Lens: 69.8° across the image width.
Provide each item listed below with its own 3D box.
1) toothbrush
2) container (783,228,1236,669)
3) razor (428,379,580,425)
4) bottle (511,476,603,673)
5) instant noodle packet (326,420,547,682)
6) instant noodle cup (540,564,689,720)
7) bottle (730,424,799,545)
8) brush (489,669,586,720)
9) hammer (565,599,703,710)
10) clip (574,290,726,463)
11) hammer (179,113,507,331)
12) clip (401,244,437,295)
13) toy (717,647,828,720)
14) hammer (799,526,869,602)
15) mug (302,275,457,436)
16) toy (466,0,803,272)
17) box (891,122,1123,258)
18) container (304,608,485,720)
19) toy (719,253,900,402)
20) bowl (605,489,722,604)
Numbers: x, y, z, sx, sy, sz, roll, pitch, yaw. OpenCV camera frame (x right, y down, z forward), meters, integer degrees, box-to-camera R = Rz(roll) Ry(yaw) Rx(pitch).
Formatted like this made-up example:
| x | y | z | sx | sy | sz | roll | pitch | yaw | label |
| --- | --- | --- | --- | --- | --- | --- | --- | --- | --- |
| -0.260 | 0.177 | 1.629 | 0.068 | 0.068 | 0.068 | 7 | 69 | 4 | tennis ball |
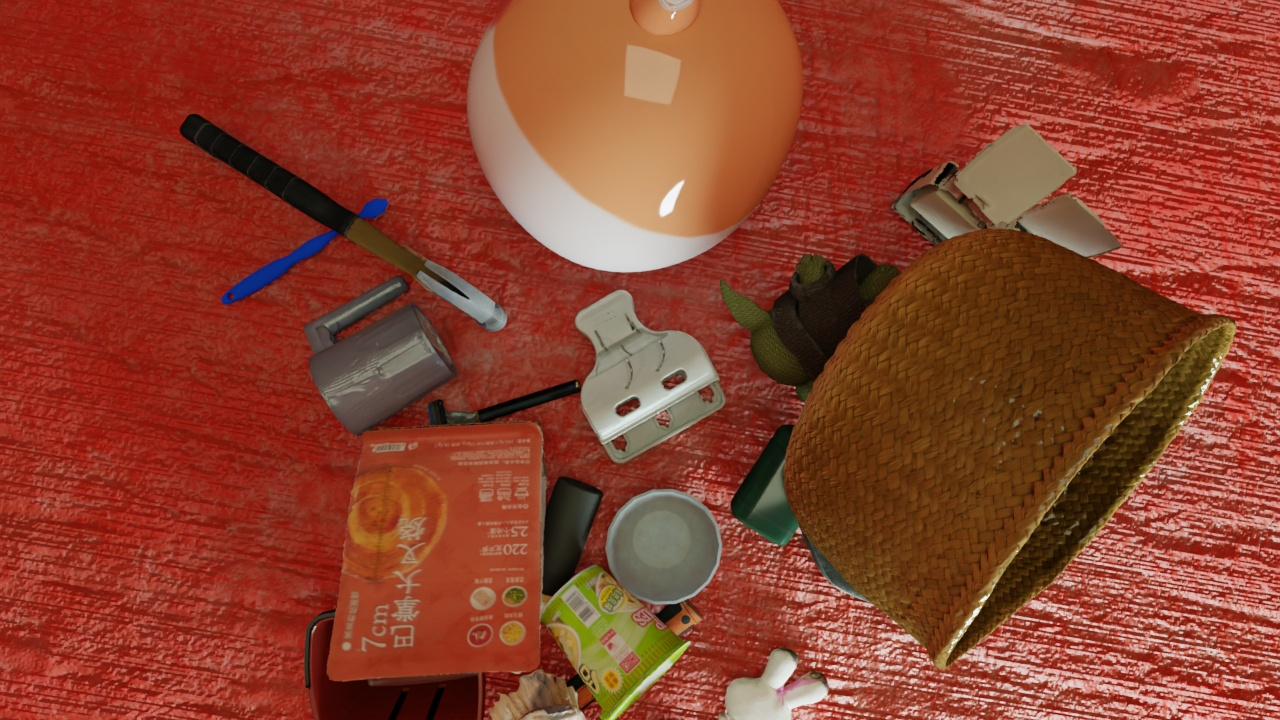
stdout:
| x | y | z | sx | sy | sz | roll | pitch | yaw | label |
| --- | --- | --- | --- | --- | --- | --- | --- | --- | --- |
| -0.314 | -0.102 | 0.862 | 0.182 | 0.018 | 0.016 | -31 | 91 | 1 | toothbrush |
| 0.261 | 0.051 | 0.700 | 0.307 | 0.307 | 0.196 | -49 | 60 | -1 | container |
| -0.126 | 0.043 | 0.864 | 0.144 | 0.022 | 0.042 | -14 | 51 | -5 | razor |
| -0.087 | 0.201 | 0.851 | 0.045 | 0.045 | 0.184 | 21 | 89 | -2 | bottle |
| -0.161 | 0.159 | 0.763 | 0.164 | 0.220 | 0.084 | -2 | 132 | -3 | instant noodle packet |
| -0.028 | 0.242 | 0.806 | 0.099 | 0.099 | 0.108 | -44 | 71 | -1 | instant noodle cup |
| 0.141 | 0.098 | 0.842 | 0.061 | 0.061 | 0.131 | 32 | 97 | 1 | bottle |
| -0.098 | 0.399 | 0.795 | 0.083 | 0.056 | 0.271 | 0 | 109 | -24 | brush |
| -0.068 | 0.335 | 0.858 | 0.314 | 0.035 | 0.138 | -37 | 91 | -2 | hammer |
| -0.003 | 0.007 | 0.839 | 0.126 | 0.096 | 0.152 | -29 | 101 | -4 | clip |
| -0.268 | -0.126 | 0.803 | 0.333 | 0.118 | 0.025 | 32 | 86 | 11 | hammer |
| -0.204 | -0.085 | 0.851 | 0.061 | 0.041 | 0.024 | 39 | 87 | -7 | clip |
| 0.116 | 0.325 | 0.862 | 0.122 | 0.038 | 0.079 | -41 | 103 | -2 | toy |
| 0.248 | 0.070 | 0.869 | 0.130 | 0.032 | 0.318 | 19 | 89 | -1 | hammer |
| -0.240 | -0.009 | 0.837 | 0.104 | 0.084 | 0.124 | -30 | 64 | -2 | mug |
| 0.000 | -0.216 | 0.735 | 0.262 | 0.282 | 0.265 | -33 | 86 | -38 | toy |
| 0.316 | -0.123 | 0.796 | 0.143 | 0.184 | 0.050 | 40 | 82 | -5 | box |
| -0.204 | 0.266 | 0.770 | 0.148 | 0.201 | 0.127 | -5 | 90 | -2 | container |
| 0.170 | -0.031 | 0.821 | 0.153 | 0.078 | 0.179 | -26 | 115 | 35 | toy |
| 0.021 | 0.170 | 0.857 | 0.106 | 0.039 | 0.106 | 0 | 90 | -2 | bowl |
